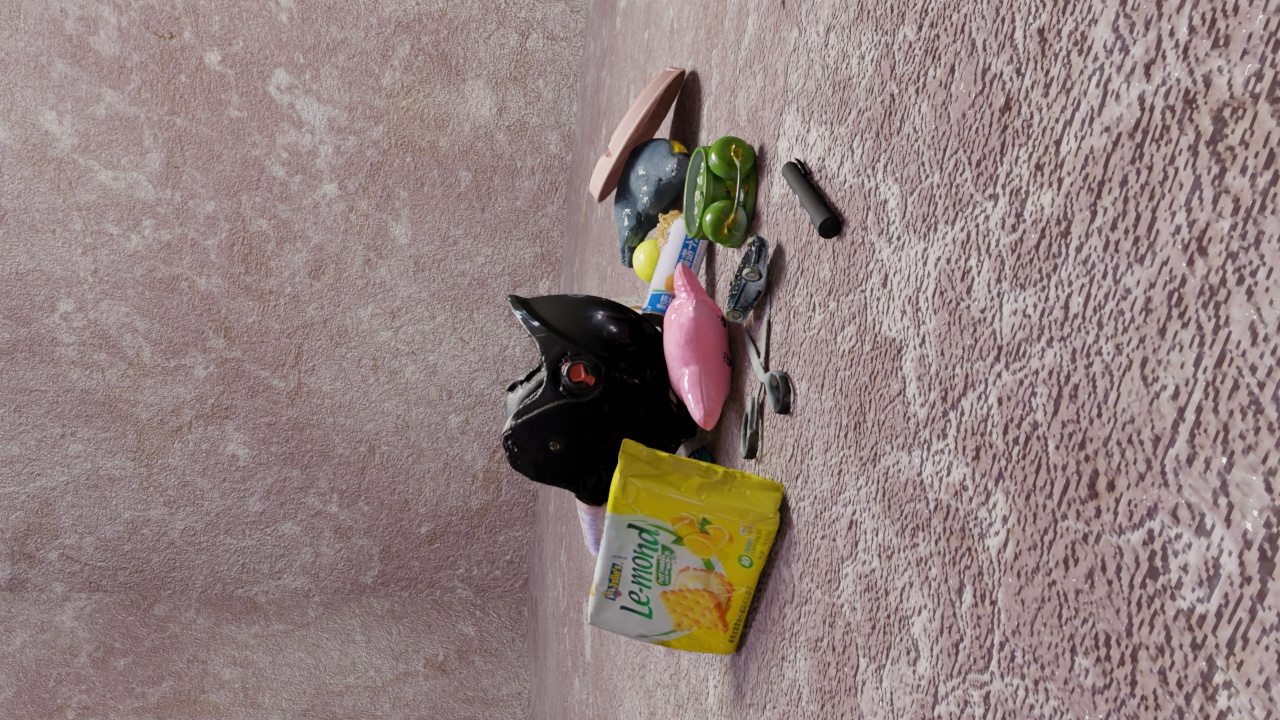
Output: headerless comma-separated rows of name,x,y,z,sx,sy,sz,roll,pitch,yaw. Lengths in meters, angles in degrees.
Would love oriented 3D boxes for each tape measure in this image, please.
tape measure,0.072,0.131,1.082,0.058,0.025,0.054,112,158,-70

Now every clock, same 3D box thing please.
clock,0.089,-0.183,1.007,0.161,0.056,0.116,-152,65,-78

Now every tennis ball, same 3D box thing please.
tennis ball,0.021,-0.144,1.332,0.065,0.065,0.065,-177,91,-80

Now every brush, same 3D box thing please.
brush,0.051,-0.082,1.228,0.083,0.046,0.254,150,118,-76

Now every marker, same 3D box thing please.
marker,0.146,-0.142,0.791,0.022,0.020,0.131,-49,26,22

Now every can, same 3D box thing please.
can,0.045,-0.108,1.139,0.053,0.053,0.134,133,156,-74

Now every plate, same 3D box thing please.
plate,-0.008,-0.332,1.342,0.229,0.028,0.229,-56,1,1

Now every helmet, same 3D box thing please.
helmet,-0.061,0.035,1.098,0.233,0.230,0.275,-145,37,-78

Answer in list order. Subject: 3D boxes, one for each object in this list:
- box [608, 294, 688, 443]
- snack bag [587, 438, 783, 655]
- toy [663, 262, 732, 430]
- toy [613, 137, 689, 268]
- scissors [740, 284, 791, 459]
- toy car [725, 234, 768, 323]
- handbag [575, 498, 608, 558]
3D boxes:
box,-0.007,0.008,1.288,0.262,0.088,0.178,-129,30,-76
snack bag,0.040,0.189,0.900,0.068,0.158,0.247,-72,-6,-54
toy,0.063,-0.010,1.012,0.179,0.074,0.194,74,-171,-62
toy,0.015,-0.242,1.324,0.357,0.091,0.137,126,149,-68
scissors,0.119,0.016,0.909,0.176,0.014,0.160,-99,19,-60
toy car,0.110,-0.080,0.918,0.106,0.031,0.048,107,173,-56
handbag,-0.031,0.188,1.280,0.134,0.075,0.194,-46,-27,-24
